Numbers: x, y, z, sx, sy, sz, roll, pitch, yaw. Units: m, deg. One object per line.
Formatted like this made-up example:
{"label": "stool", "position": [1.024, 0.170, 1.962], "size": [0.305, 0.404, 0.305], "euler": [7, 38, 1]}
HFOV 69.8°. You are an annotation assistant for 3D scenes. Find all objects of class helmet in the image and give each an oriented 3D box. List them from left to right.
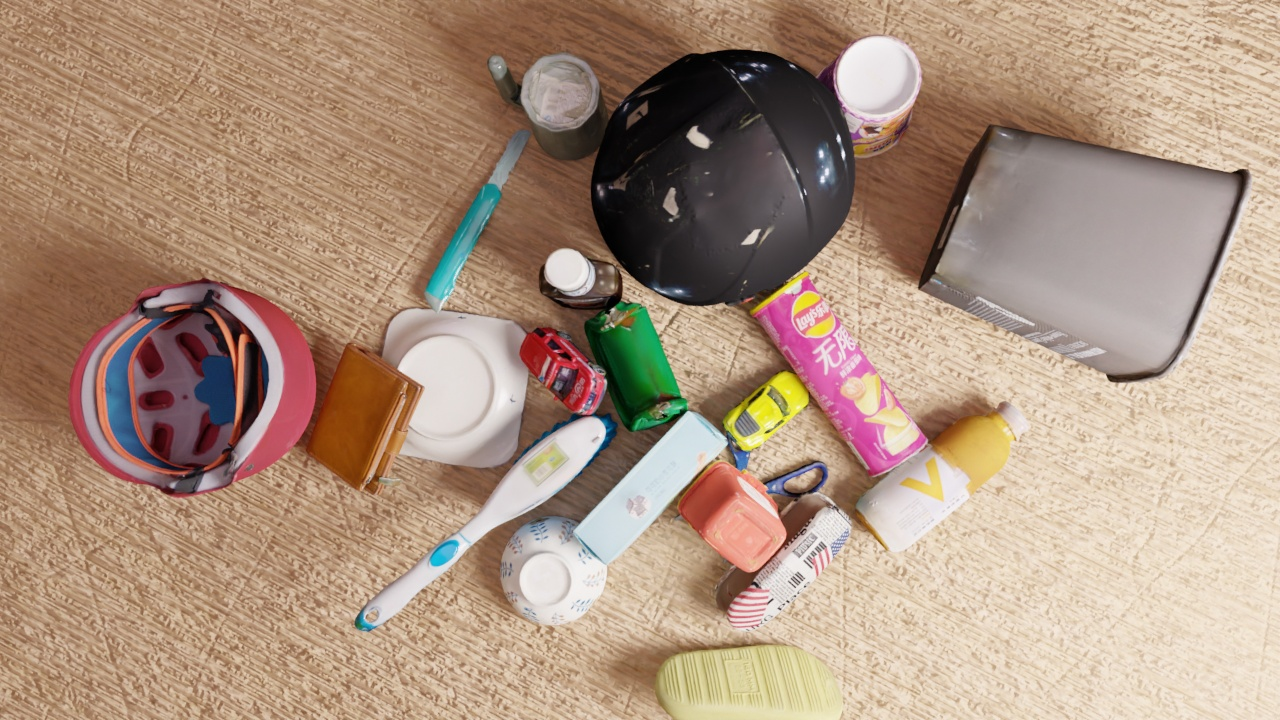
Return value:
{"label": "helmet", "position": [-0.436, 0.029, 0.938], "size": [0.240, 0.143, 0.207], "euler": [-12, 88, 17]}
{"label": "helmet", "position": [0.065, -0.170, 0.878], "size": [0.275, 0.229, 0.233], "euler": [-34, 85, 22]}

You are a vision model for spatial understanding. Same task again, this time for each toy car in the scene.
{"label": "toy car", "position": [-0.081, 0.010, 0.935], "size": [0.120, 0.045, 0.053], "euler": [39, 114, 40]}
{"label": "toy car", "position": [0.133, 0.049, 0.944], "size": [0.105, 0.032, 0.048], "euler": [-37, 83, -20]}

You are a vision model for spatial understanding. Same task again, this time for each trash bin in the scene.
{"label": "trash bin", "position": [0.401, -0.105, 0.872], "size": [0.220, 0.199, 0.198], "euler": [20, 90, 10]}

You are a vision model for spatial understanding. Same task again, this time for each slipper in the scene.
{"label": "slipper", "position": [0.106, 0.344, 0.936], "size": [0.190, 0.091, 0.082], "euler": [4, 129, -6]}

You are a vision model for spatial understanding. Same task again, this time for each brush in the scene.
{"label": "brush", "position": [-0.154, 0.158, 0.932], "size": [0.314, 0.109, 0.060], "euler": [-40, 90, 2]}

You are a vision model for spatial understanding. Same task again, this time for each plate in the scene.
{"label": "plate", "position": [-0.204, 0.029, 0.975], "size": [0.163, 0.034, 0.164], "euler": [8, 90, 3]}

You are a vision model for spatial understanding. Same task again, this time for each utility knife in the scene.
{"label": "utility knife", "position": [-0.174, -0.152, 0.986], "size": [0.029, 0.013, 0.221], "euler": [28, 87, 1]}

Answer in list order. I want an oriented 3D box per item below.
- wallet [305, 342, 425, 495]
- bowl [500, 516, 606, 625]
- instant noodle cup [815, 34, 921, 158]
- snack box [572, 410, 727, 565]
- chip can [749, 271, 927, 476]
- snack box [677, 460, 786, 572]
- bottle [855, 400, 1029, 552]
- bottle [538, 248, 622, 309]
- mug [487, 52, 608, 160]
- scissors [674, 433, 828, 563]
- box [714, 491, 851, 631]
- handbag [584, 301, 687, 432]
{"label": "wallet", "position": [-0.286, 0.065, 0.956], "size": [0.119, 0.035, 0.131], "euler": [29, 101, 19]}
{"label": "bowl", "position": [-0.094, 0.223, 0.952], "size": [0.113, 0.062, 0.113], "euler": [0, 90, 4]}
{"label": "instant noodle cup", "position": [0.230, -0.271, 0.924], "size": [0.111, 0.099, 0.111], "euler": [0, 87, 3]}
{"label": "snack box", "position": [0.012, 0.128, 0.934], "size": [0.051, 0.074, 0.175], "euler": [44, 94, 9]}
{"label": "chip can", "position": [0.201, 0.014, 0.934], "size": [0.071, 0.071, 0.210], "euler": [-36, 88, 2]}
{"label": "snack box", "position": [0.095, 0.156, 0.911], "size": [0.091, 0.080, 0.082], "euler": [39, 95, -18]}
{"label": "bottle", "position": [0.306, 0.114, 0.927], "size": [0.189, 0.068, 0.068], "euler": [-40, 87, 2]}
{"label": "bottle", "position": [-0.060, -0.078, 0.888], "size": [0.080, 0.195, 0.044], "euler": [0, 89, 3]}
{"label": "mug", "position": [-0.095, -0.266, 0.939], "size": [0.124, 0.103, 0.083], "euler": [25, 89, 1]}
{"label": "scissors", "position": [0.116, 0.128, 0.966], "size": [0.162, 0.012, 0.176], "euler": [-2, 91, 4]}
{"label": "box", "position": [0.151, 0.212, 0.928], "size": [0.075, 0.081, 0.163], "euler": [44, 90, -12]}
{"label": "handbag", "position": [-0.005, 0.005, 0.922], "size": [0.068, 0.120, 0.131], "euler": [-22, 86, -3]}
